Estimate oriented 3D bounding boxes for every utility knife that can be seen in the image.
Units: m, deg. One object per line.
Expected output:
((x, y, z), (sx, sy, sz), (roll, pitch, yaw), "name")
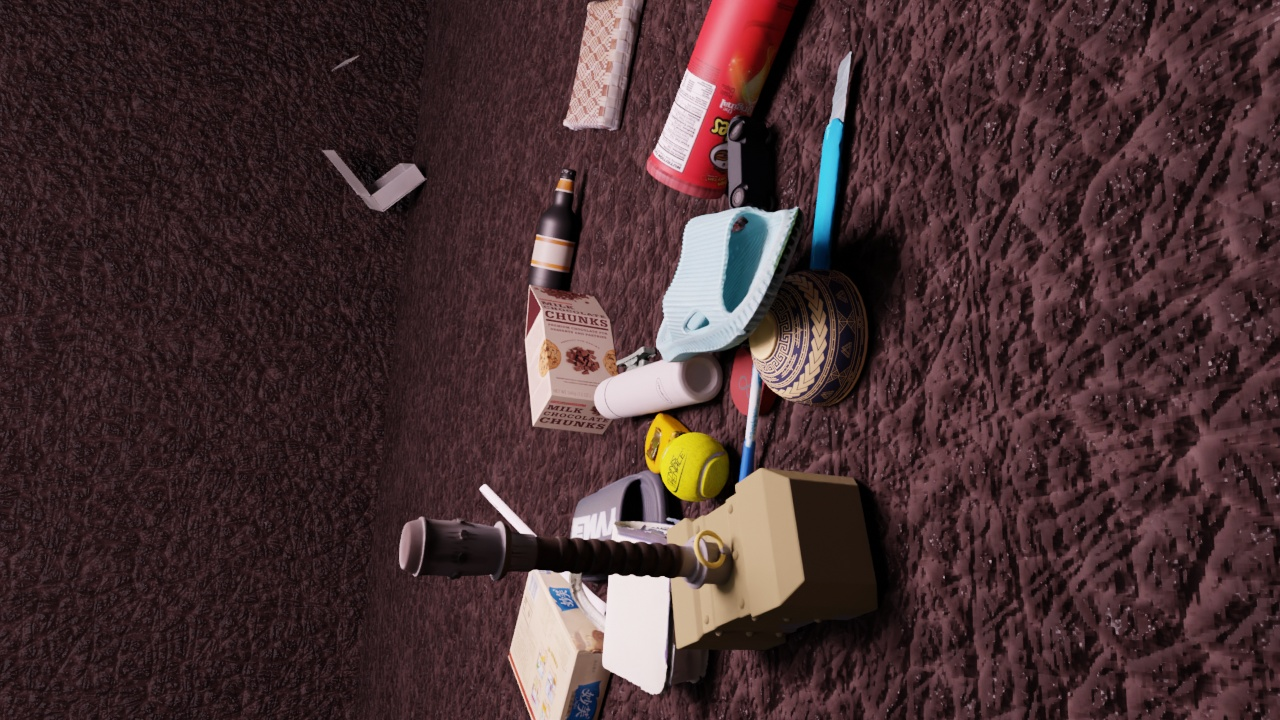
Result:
((0.162, -0.156, 0.775), (0.031, 0.015, 0.207), (-169, 84, -65), "utility knife")

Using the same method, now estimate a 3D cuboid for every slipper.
((-0.047, 0.191, 1.048), (0.269, 0.083, 0.110), (140, 135, -58), "slipper")
((0.054, -0.061, 0.792), (0.277, 0.069, 0.115), (148, 141, -71), "slipper")

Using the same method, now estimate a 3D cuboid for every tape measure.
((0.103, 0.021, 0.841), (0.059, 0.019, 0.051), (55, 134, 46), "tape measure")
((0.026, 0.092, 0.980), (0.068, 0.030, 0.059), (43, 119, 63), "tape measure")

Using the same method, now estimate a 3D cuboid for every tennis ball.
((0.052, 0.102, 0.873), (0.065, 0.065, 0.065), (-172, 90, -66), "tennis ball")

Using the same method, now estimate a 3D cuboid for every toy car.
((0.103, -0.179, 0.877), (0.034, 0.046, 0.112), (-22, 64, 57), "toy car")

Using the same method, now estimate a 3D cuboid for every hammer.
((-0.012, 0.147, 0.680), (0.191, 0.324, 0.100), (133, 139, -52), "hammer")

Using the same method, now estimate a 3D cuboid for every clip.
((-0.006, 0.007, 1.090), (0.076, 0.023, 0.043), (-28, 55, 59), "clip")

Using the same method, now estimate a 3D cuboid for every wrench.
((-0.098, 0.230, 1.049), (0.273, 0.018, 0.066), (39, 162, 29), "wrench")

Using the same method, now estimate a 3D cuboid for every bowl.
((0.124, -0.019, 0.743), (0.112, 0.061, 0.112), (-178, 90, -65), "bowl")

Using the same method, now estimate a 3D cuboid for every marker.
((0.099, 0.059, 0.818), (0.013, 0.013, 0.142), (-143, 54, -63), "marker")

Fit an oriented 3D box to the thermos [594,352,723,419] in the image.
((0.011, 0.031, 1.001), (0.225, 0.052, 0.052), (161, 115, -63), "thermos")

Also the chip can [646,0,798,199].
((0.082, -0.274, 0.909), (0.214, 0.087, 0.087), (-68, 27, 26), "chip can")

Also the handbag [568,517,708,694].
((-0.004, 0.232, 0.916), (0.176, 0.073, 0.151), (2, 89, 48), "handbag")

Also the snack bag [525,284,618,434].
((-0.093, -0.013, 1.198), (0.070, 0.094, 0.206), (124, 146, -44), "snack bag")

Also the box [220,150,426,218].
((-0.897, -0.488, 2.614), (0.167, 0.527, 0.234), (21, 104, 58), "box")

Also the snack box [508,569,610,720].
((-0.102, 0.365, 1.141), (0.207, 0.055, 0.153), (-138, 60, -62), "snack box")

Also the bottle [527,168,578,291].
((-0.124, -0.196, 1.372), (0.059, 0.059, 0.182), (-154, 74, -65), "bottle")

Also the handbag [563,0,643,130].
((-0.050, -0.419, 1.303), (0.124, 0.047, 0.186), (23, 104, 57), "handbag")
